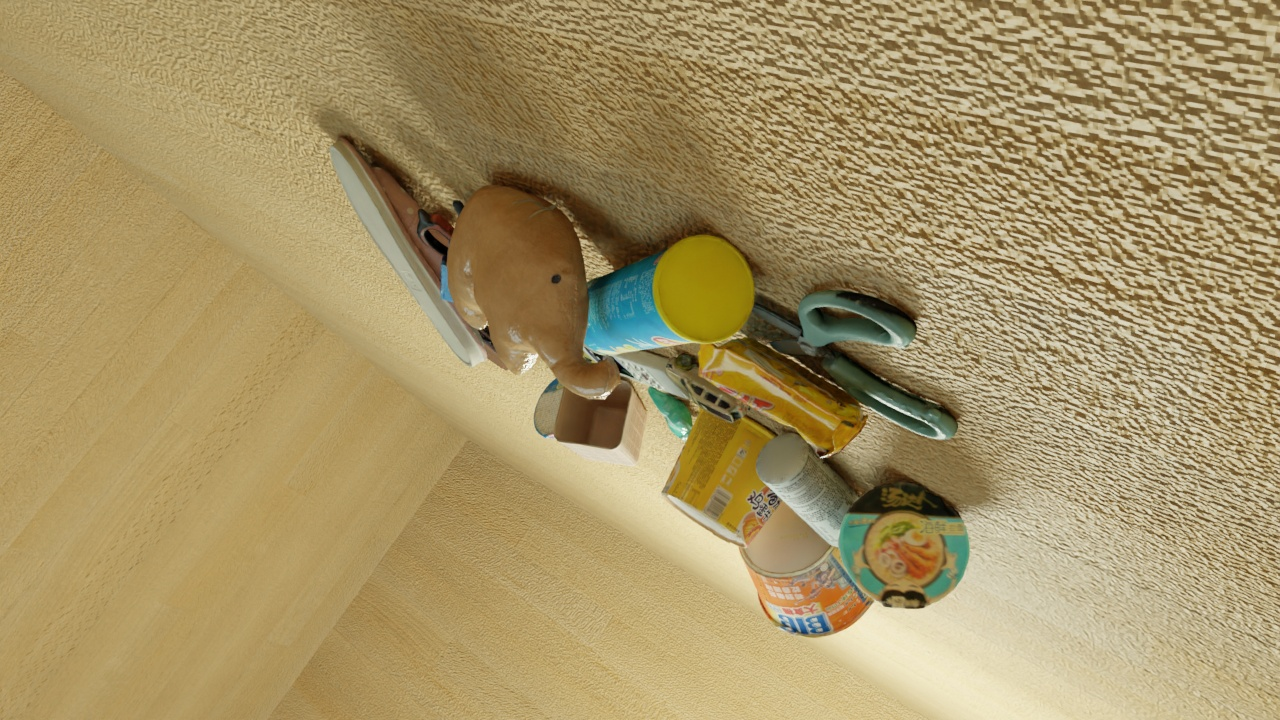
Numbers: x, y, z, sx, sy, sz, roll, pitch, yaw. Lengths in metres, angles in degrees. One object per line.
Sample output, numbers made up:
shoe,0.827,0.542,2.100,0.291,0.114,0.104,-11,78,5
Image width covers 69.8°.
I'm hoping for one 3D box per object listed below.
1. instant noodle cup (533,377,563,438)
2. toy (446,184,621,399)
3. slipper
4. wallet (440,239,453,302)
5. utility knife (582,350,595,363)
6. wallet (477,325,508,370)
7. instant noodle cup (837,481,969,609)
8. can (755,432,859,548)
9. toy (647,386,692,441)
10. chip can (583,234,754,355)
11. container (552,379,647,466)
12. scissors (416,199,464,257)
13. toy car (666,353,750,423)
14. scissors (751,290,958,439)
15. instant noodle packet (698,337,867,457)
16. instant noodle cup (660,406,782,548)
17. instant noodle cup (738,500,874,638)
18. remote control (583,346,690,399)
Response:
instant noodle cup,-0.080,0.085,1.300,0.110,0.099,0.099,35,169,-38
toy,-0.087,-0.058,0.726,0.226,0.082,0.144,42,133,45
slipper,-0.234,-0.116,0.970,0.274,0.054,0.114,60,160,-15
wallet,-0.126,-0.070,0.885,0.133,0.040,0.107,15,158,-8
utility knife,-0.057,0.003,1.129,0.031,0.022,0.219,17,156,25
wallet,-0.208,-0.034,1.184,0.124,0.032,0.101,39,169,-5
instant noodle cup,0.233,0.173,0.853,0.111,0.111,0.120,32,172,11
can,0.178,0.134,0.926,0.146,0.058,0.058,43,164,-34
toy,0.050,0.074,1.070,0.096,0.030,0.092,44,174,23
chip can,0.008,-0.042,0.693,0.071,0.071,0.210,38,167,-14
container,-0.046,0.081,1.169,0.090,0.090,0.111,7,161,17
scissors,-0.115,-0.089,0.902,0.207,0.015,0.193,12,149,-4
toy car,0.062,0.026,0.877,0.090,0.035,0.042,31,165,24
scissors,0.148,-0.004,0.611,0.170,0.019,0.180,33,167,8
instant noodle packet,0.106,0.023,0.690,0.128,0.044,0.110,32,-170,15
instant noodle cup,0.096,0.129,0.991,0.138,0.109,0.138,31,167,8
instant noodle cup,0.185,0.222,1.045,0.151,0.151,0.111,20,152,45
remote control,-0.006,0.006,0.993,0.150,0.021,0.058,18,159,47
